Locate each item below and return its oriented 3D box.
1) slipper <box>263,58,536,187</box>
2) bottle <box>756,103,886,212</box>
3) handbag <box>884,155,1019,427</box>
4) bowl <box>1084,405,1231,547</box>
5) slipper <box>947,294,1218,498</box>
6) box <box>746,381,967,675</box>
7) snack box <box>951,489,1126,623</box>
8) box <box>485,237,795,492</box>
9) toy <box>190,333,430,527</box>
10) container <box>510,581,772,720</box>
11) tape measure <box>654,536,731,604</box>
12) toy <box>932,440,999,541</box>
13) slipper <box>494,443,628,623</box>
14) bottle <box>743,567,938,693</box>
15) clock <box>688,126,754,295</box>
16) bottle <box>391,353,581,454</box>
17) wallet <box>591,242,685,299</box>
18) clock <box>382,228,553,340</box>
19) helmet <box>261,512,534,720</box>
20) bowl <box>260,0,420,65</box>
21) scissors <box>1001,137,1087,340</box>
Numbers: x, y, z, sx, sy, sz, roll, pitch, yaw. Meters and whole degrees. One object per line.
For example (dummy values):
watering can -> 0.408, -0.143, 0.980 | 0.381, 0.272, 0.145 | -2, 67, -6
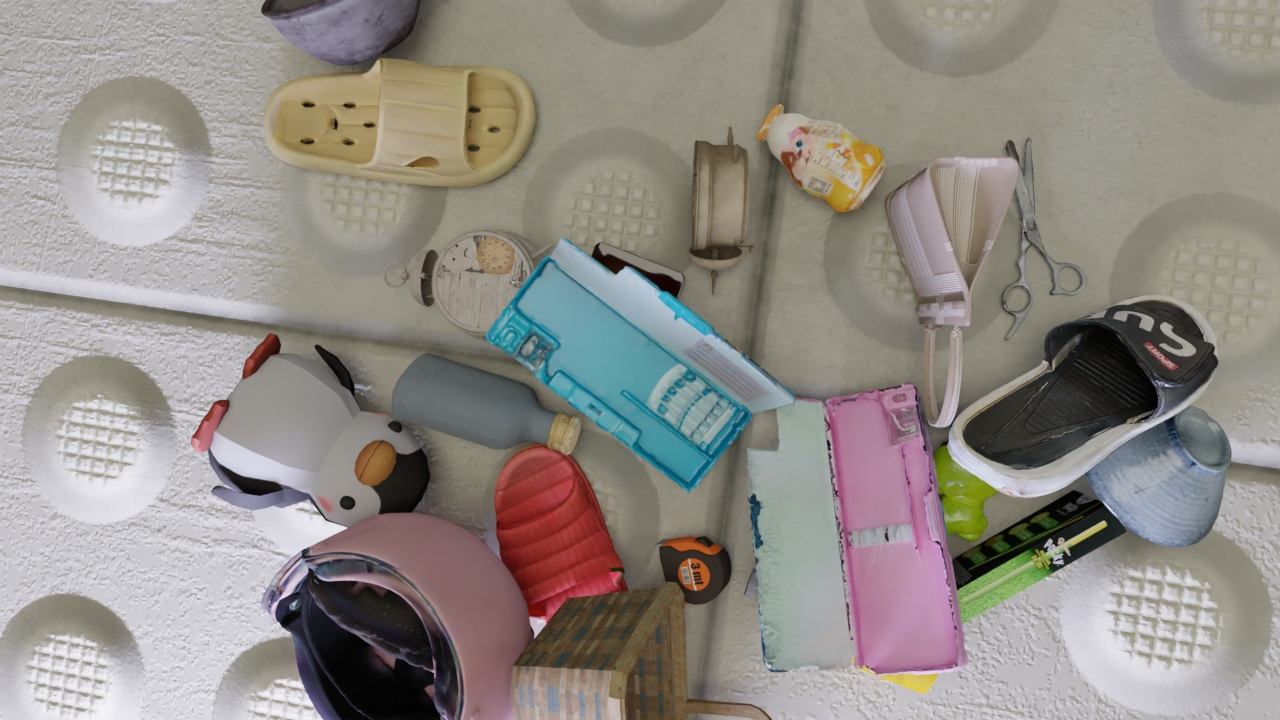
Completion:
slipper -> -0.228, -0.217, 0.830 | 0.261, 0.079, 0.111 | 2, 94, 8
bottle -> 0.153, -0.175, 0.783 | 0.109, 0.063, 0.063 | 35, 94, 5
handbag -> 0.235, -0.046, 0.720 | 0.062, 0.175, 0.198 | 1, 93, 6
bowl -> 0.415, 0.071, 0.715 | 0.137, 0.057, 0.136 | 10, 59, -17
slipper -> 0.347, 0.010, 0.697 | 0.263, 0.063, 0.111 | -29, 43, -18
box -> 0.168, 0.137, 0.748 | 0.160, 0.063, 0.230 | -5, 67, 6
snack box -> 0.311, 0.160, 0.755 | 0.148, 0.080, 0.025 | -32, 86, 7
box -> 0.002, -0.008, 0.774 | 0.227, 0.085, 0.171 | 38, 127, -8
toy -> -0.280, 0.085, 0.828 | 0.184, 0.140, 0.158 | 28, 62, -3
container -> 0.012, 0.318, 0.735 | 0.186, 0.157, 0.250 | 4, 108, 20
tape measure -> 0.051, 0.184, 0.814 | 0.059, 0.038, 0.058 | -15, 88, 21
toy -> 0.274, 0.108, 0.783 | 0.094, 0.036, 0.093 | -5, 95, 14
slipper -> -0.064, 0.196, 0.818 | 0.103, 0.059, 0.248 | -23, 89, 7
bottle -> 0.169, 0.219, 0.780 | 0.164, 0.071, 0.071 | 20, 93, 7
clock -> 0.070, -0.123, 0.790 | 0.054, 0.092, 0.141 | 1, 116, 1
bottle -> -0.133, 0.044, 0.819 | 0.161, 0.072, 0.046 | 17, 125, 7
wallet -> -0.021, -0.040, 0.832 | 0.091, 0.018, 0.115 | 22, 95, 7
clock -> -0.158, -0.071, 0.827 | 0.157, 0.061, 0.103 | 6, 91, 6
helmet -> -0.191, 0.234, 0.774 | 0.230, 0.152, 0.256 | 34, 127, 15
bowl -> -0.253, -0.312, 0.818 | 0.145, 0.144, 0.067 | -18, 129, 7
scissors -> 0.324, -0.104, 0.786 | 0.118, 0.014, 0.161 | -34, 89, 6
